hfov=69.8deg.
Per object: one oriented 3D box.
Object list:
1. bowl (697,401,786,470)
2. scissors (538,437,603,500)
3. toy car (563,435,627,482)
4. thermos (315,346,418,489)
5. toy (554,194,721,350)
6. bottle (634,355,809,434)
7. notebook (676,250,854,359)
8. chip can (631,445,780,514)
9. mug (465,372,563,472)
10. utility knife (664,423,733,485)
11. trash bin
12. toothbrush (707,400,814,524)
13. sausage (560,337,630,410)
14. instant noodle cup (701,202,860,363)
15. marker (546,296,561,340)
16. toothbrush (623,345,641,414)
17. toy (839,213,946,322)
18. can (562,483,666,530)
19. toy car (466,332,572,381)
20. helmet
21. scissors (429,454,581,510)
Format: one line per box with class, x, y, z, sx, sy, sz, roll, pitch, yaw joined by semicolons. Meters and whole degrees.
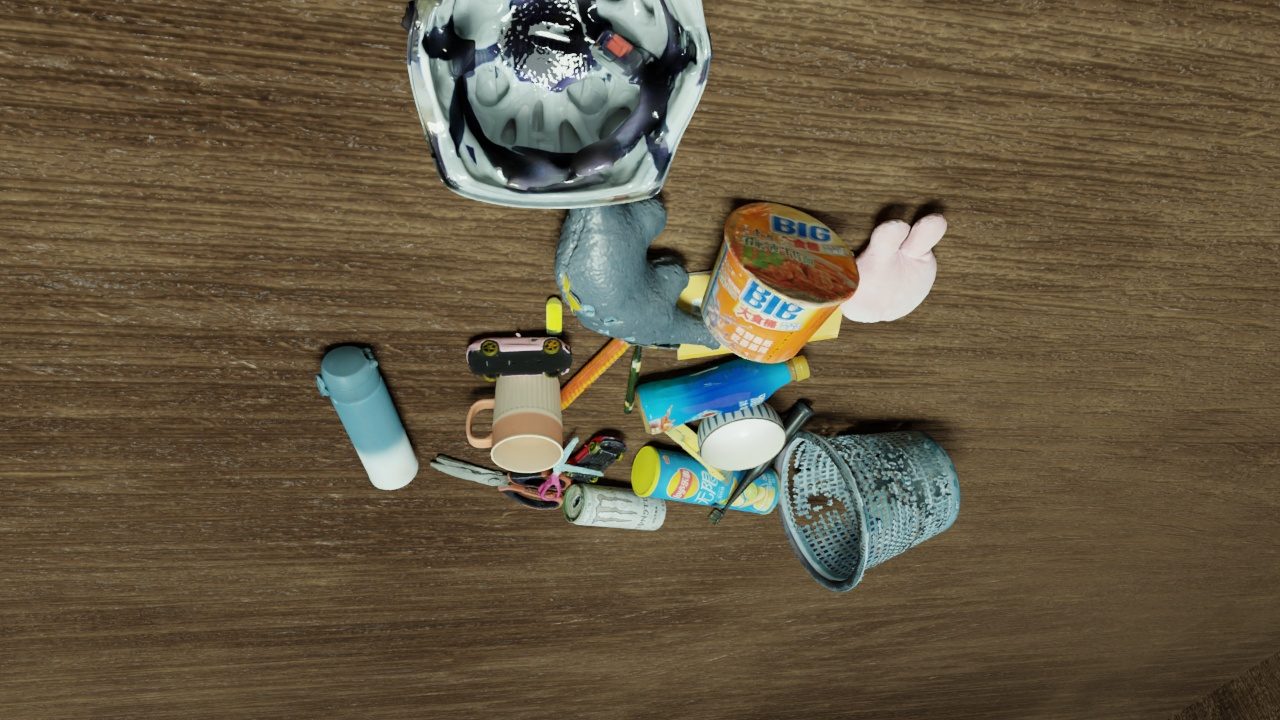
bowl;0.130;0.088;1.222;0.116;0.066;0.117;-6;139;-6
scissors;-0.116;0.147;1.241;0.133;0.017;0.136;11;126;1
toy car;-0.062;0.132;1.254;0.049;0.031;0.107;19;136;-32
thermos;-0.324;0.070;1.096;0.070;0.070;0.221;-9;140;-3
toy;-0.018;-0.095;0.958;0.138;0.091;0.356;-27;140;5
bottle;0.104;0.036;1.152;0.218;0.065;0.065;-15;140;-2
notebook;0.144;-0.063;1.094;0.206;0.010;0.146;-8;140;-4
chip can;0.095;0.173;1.308;0.210;0.071;0.071;13;134;-27
mug;-0.150;0.070;1.100;0.114;0.105;0.082;-4;142;-1
utility knife;0.072;0.117;1.250;0.162;0.018;0.031;40;85;-17
trash bin;0.328;0.190;1.298;0.194;0.226;0.227;-11;142;-20
toothbrush;0.163;0.144;1.267;0.027;0.026;0.213;33;101;-24
sausage;-0.060;0.014;1.125;0.021;0.021;0.166;22;130;-34
instant noodle cup;0.139;-0.076;0.969;0.151;0.151;0.112;5;139;-19
marker;-0.101;-0.029;1.072;0.018;0.015;0.124;0;142;-5
toothbrush;-0.007;0.007;1.137;0.012;0.017;0.186;-5;141;-12
toy;0.289;-0.105;1.044;0.121;0.054;0.160;-8;141;-17
can;-0.036;0.211;1.320;0.146;0.058;0.058;12;135;-34
toy car;-0.141;-0.006;1.069;0.122;0.037;0.056;-1;142;-7
helmet;-0.067;-0.253;0.719;0.229;0.145;0.259;-4;130;-10
scissors;-0.182;0.161;1.273;0.193;0.015;0.207;-15;140;6
